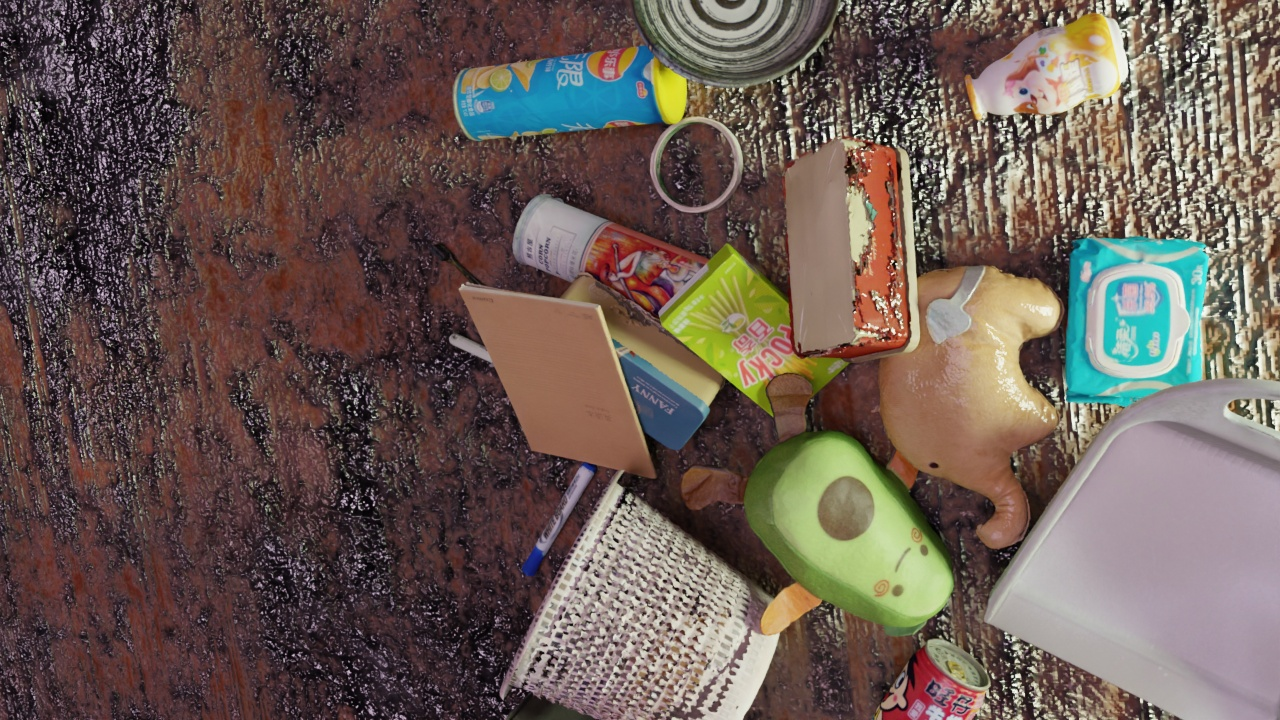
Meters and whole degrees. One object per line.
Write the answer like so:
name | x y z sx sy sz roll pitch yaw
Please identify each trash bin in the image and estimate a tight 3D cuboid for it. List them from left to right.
trash bin | -0.036 0.449 0.880 0.199 0.198 0.220 12 109 21
trash bin | 0.010 0.241 0.824 0.192 0.227 0.228 28 108 4

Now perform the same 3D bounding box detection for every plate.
plate | 0.079 -0.313 0.779 0.179 0.024 0.179 0 82 3

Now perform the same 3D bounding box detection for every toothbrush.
toothbrush | -0.150 -0.058 0.941 0.186 0.017 0.012 43 108 12
toothbrush | -0.119 0.009 0.938 0.190 0.029 0.020 23 146 20

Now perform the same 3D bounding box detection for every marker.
marker | -0.084 0.163 0.946 0.017 0.016 0.146 36 110 15

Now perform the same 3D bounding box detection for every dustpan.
dustpan | 0.397 0.139 0.642 0.223 0.142 0.258 25 98 20

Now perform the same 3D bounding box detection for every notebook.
notebook | -0.072 0.022 0.849 0.150 0.012 0.212 10 136 30

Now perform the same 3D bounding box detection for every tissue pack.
tissue pack | 0.376 -0.028 0.700 0.093 0.050 0.133 1 99 22

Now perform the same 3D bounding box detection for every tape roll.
tape roll | 0.051 -0.178 0.838 0.086 0.013 0.086 4 99 23

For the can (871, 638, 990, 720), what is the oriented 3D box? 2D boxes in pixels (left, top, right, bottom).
can | 0.251 0.296 0.793 0.066 0.066 0.094 31 109 16

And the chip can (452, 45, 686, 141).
chip can | -0.067 -0.246 0.847 0.210 0.071 0.071 1 98 23

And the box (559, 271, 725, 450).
box | -0.005 0.005 0.833 0.184 0.061 0.090 35 146 6

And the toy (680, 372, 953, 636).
toy | 0.167 0.135 0.780 0.247 0.090 0.227 40 86 0

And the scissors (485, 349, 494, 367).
scissors | -0.071 -0.021 0.906 0.172 0.014 0.147 30 107 11

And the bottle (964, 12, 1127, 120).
bottle | 0.305 -0.217 0.696 0.109 0.063 0.063 -14 92 25

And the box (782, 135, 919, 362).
box | 0.161 -0.087 0.732 0.091 0.080 0.168 -16 73 61

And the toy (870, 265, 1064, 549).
toy | 0.262 0.036 0.743 0.144 0.082 0.226 2 100 25

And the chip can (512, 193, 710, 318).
chip can | -0.009 -0.086 0.848 0.215 0.071 0.071 23 106 18

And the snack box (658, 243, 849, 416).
snack box | 0.099 -0.020 0.783 0.156 0.026 0.086 39 108 -25
